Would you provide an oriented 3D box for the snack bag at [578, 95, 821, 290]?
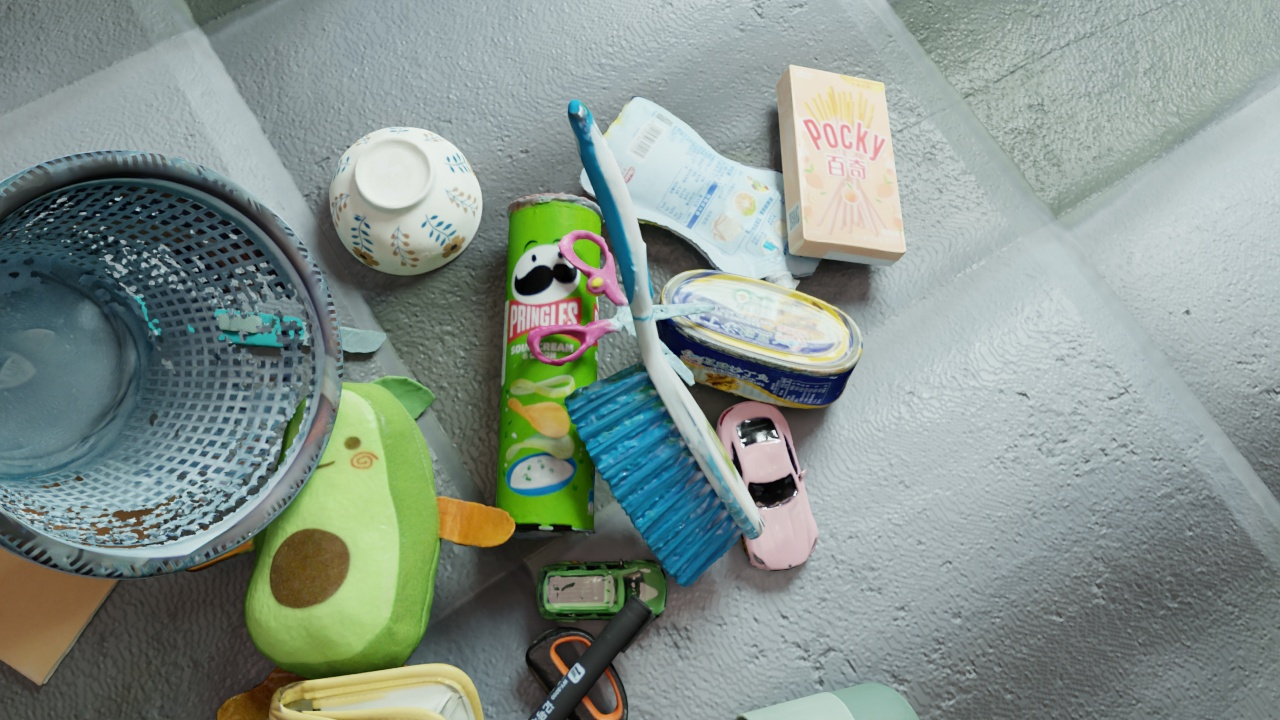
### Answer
[{"bbox_3d":[0.056,-0.124,0.701,0.191,0.039,0.110,30,59,0],"label":"snack bag"}]

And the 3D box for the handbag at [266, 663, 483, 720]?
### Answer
[{"bbox_3d":[-0.180,0.272,0.543,0.179,0.063,0.163,-5,103,-1],"label":"handbag"}]

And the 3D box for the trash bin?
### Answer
[{"bbox_3d":[-0.329,0.003,0.547,0.195,0.226,0.226,0,71,38],"label":"trash bin"}]

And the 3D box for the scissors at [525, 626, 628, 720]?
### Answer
[{"bbox_3d":[-0.024,0.284,0.606,0.222,0.022,0.221,-17,83,-6],"label":"scissors"}]

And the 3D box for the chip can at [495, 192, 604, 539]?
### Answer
[{"bbox_3d":[-0.064,0.005,0.646,0.072,0.072,0.235,2,76,-4],"label":"chip can"}]

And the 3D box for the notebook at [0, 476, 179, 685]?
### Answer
[{"bbox_3d":[-0.445,0.101,0.627,0.207,0.008,0.147,30,76,4],"label":"notebook"}]

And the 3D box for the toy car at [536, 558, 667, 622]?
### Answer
[{"bbox_3d":[-0.026,0.158,0.628,0.091,0.036,0.043,0,74,-8],"label":"toy car"}]

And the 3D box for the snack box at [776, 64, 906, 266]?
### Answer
[{"bbox_3d":[0.152,-0.151,0.706,0.084,0.026,0.157,5,68,-15],"label":"snack box"}]

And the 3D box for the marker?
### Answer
[{"bbox_3d":[-0.040,0.209,0.595,0.132,0.020,0.022,-49,116,-9],"label":"marker"}]

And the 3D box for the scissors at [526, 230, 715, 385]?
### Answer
[{"bbox_3d":[-0.017,-0.026,0.614,0.133,0.017,0.128,46,72,3],"label":"scissors"}]

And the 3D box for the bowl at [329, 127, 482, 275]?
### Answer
[{"bbox_3d":[-0.177,-0.125,0.677,0.113,0.062,0.113,1,77,-3],"label":"bowl"}]

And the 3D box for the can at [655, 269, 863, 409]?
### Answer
[{"bbox_3d":[0.083,-0.016,0.660,0.148,0.049,0.074,17,57,5],"label":"can"}]

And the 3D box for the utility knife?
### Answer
[{"bbox_3d":[-0.290,-0.025,0.667,0.209,0.013,0.029,6,76,-2],"label":"utility knife"}]

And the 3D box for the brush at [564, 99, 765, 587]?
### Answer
[{"bbox_3d":[-0.003,0.003,0.572,0.109,0.060,0.314,-27,112,12],"label":"brush"}]

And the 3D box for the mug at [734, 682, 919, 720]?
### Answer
[{"bbox_3d":[0.124,0.269,0.585,0.106,0.082,0.112,-8,98,-16],"label":"mug"}]

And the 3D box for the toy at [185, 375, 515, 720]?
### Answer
[{"bbox_3d":[-0.191,0.125,0.595,0.227,0.090,0.246,-4,75,2],"label":"toy"}]

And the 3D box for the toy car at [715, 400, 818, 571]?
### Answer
[{"bbox_3d":[0.090,0.088,0.653,0.056,0.037,0.122,-13,78,-6],"label":"toy car"}]
